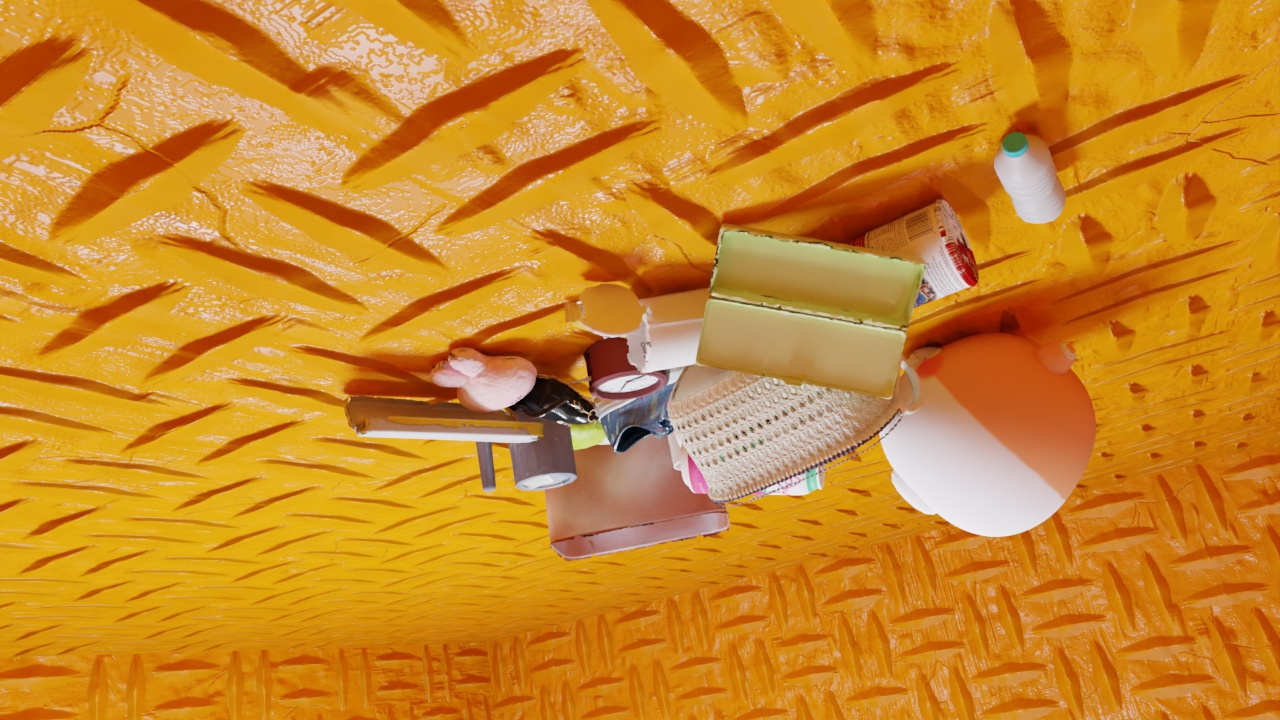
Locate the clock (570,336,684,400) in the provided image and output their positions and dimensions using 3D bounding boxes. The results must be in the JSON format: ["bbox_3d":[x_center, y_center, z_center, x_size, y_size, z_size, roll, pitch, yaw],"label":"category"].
[{"bbox_3d":[-0.006,0.006,1.051,0.138,0.048,0.096,-14,159,11],"label":"clock"}]

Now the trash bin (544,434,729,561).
[{"bbox_3d":[-0.007,0.192,1.372,0.260,0.157,0.182,-10,159,3],"label":"trash bin"}]

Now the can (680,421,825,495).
[{"bbox_3d":[0.137,0.119,1.118,0.166,0.088,0.088,-2,162,18],"label":"can"}]

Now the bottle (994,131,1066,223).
[{"bbox_3d":[0.337,-0.161,0.797,0.044,0.044,0.136,-22,156,26],"label":"bottle"}]

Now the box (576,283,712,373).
[{"bbox_3d":[0.012,-0.033,0.916,0.165,0.084,0.095,-11,148,-17],"label":"box"}]

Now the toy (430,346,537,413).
[{"bbox_3d":[-0.175,0.019,1.010,0.105,0.053,0.109,27,141,-35],"label":"toy"}]

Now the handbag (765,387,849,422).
[{"bbox_3d":[0.198,0.066,1.190,0.199,0.096,0.142,-21,138,28],"label":"handbag"}]

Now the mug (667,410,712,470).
[{"bbox_3d":[0.066,0.092,1.241,0.074,0.090,0.110,-18,158,18],"label":"mug"}]

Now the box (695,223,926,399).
[{"bbox_3d":[0.152,-0.043,0.837,0.187,0.139,0.030,9,-161,3],"label":"box"}]

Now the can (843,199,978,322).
[{"bbox_3d":[0.248,-0.090,0.874,0.117,0.086,0.086,-23,155,30],"label":"can"}]

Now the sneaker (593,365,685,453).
[{"bbox_3d":[0.037,0.051,1.142,0.236,0.079,0.087,-25,155,33],"label":"sneaker"}]

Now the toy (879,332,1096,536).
[{"bbox_3d":[0.454,0.084,1.201,0.281,0.265,0.262,-49,162,15],"label":"toy"}]

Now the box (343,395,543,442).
[{"bbox_3d":[-0.224,0.071,1.050,0.209,0.045,0.128,4,-171,-31],"label":"box"}]

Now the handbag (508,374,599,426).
[{"bbox_3d":[-0.099,0.051,1.058,0.079,0.054,0.129,28,169,-23],"label":"handbag"}]

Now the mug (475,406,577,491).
[{"bbox_3d":[-0.147,0.108,1.167,0.124,0.104,0.084,-8,160,-7],"label":"mug"}]

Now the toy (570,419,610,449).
[{"bbox_3d":[-0.062,0.096,1.259,0.117,0.043,0.092,-1,159,-27],"label":"toy"}]

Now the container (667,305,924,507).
[{"bbox_3d":[0.149,0.036,0.966,0.252,0.143,0.184,-29,-164,31],"label":"container"}]

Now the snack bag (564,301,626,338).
[{"bbox_3d":[-0.038,-0.042,0.947,0.099,0.026,0.020,12,150,-42],"label":"snack bag"}]
